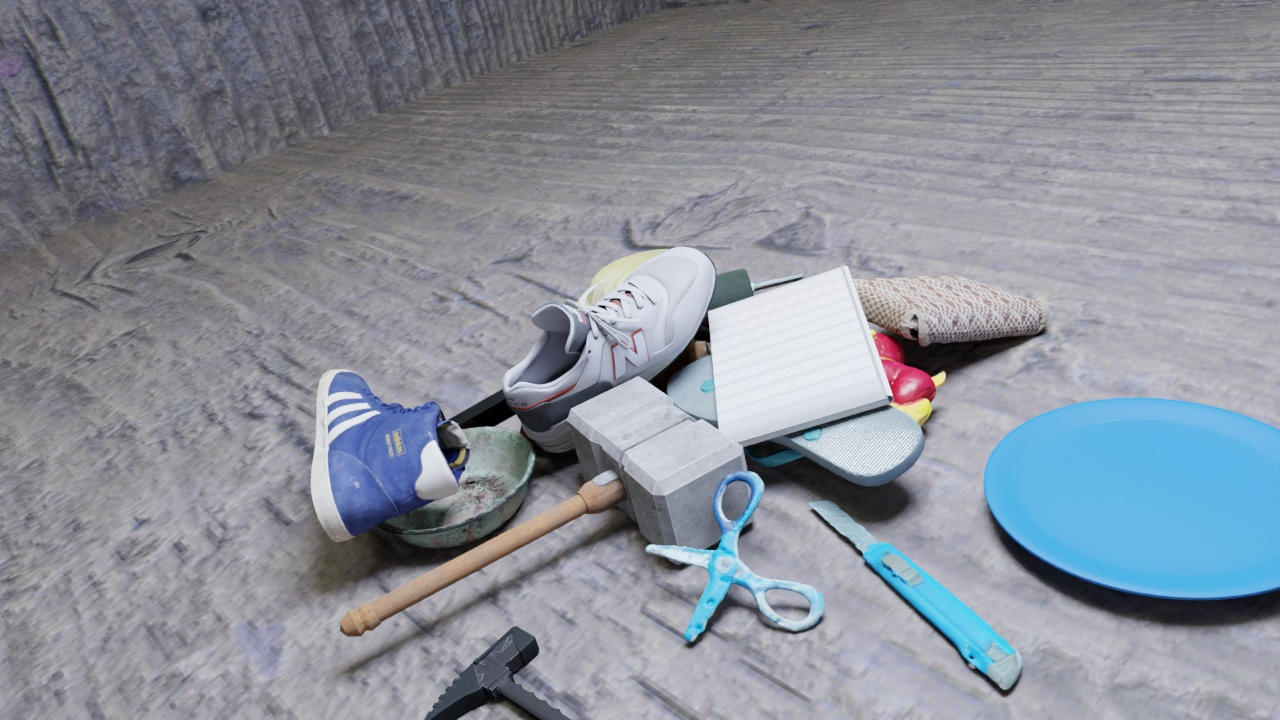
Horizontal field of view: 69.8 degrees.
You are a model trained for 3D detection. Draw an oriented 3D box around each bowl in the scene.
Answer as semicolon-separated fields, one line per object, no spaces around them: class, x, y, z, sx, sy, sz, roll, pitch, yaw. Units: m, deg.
bowl;-0.167;0.120;0.837;0.157;0.038;0.157;-11;28;6

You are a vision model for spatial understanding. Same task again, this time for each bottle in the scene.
bottle;0.043;-0.060;1.057;0.174;0.055;0.055;-13;28;4
bottle;-0.006;0.006;0.943;0.157;0.068;0.067;-9;28;10

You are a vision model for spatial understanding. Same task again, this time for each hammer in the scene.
hammer;-0.085;0.134;0.727;0.317;0.083;0.163;-25;30;-21
hammer;-0.003;0.253;0.546;0.325;0.015;0.094;14;39;41

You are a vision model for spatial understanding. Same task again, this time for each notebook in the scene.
notebook;0.134;-0.008;0.820;0.143;0.009;0.209;-18;33;13

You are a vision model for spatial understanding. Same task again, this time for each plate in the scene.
plate;0.001;-0.107;1.160;0.184;0.036;0.184;-14;23;6
plate;0.365;0.097;0.655;0.224;0.024;0.224;-11;28;6

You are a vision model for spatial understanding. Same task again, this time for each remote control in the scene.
remote control;-0.150;0.053;0.904;0.150;0.034;0.013;-29;59;17

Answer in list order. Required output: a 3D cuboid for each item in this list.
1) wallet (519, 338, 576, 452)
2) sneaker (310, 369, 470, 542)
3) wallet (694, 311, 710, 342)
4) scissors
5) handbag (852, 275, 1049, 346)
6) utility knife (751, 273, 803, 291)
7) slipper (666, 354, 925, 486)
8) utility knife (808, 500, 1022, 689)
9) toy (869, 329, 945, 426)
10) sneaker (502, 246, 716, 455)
wallet;-0.070;0.032;0.901;0.092;0.018;0.115;0;73;25
sneaker;-0.220;0.058;0.831;0.118;0.091;0.233;-20;29;-1
wallet;0.031;-0.039;0.973;0.099;0.031;0.120;14;-7;-25
scissors;0.070;0.142;0.664;0.134;0.011;0.139;9;62;18
handbag;0.289;-0.049;0.897;0.185;0.047;0.124;-5;22;-29
utility knife;0.118;-0.085;1.114;0.166;0.015;0.022;-12;21;-2
slipper;0.133;0.049;0.797;0.098;0.055;0.269;-46;36;-21
utility knife;0.185;0.153;0.647;0.031;0.015;0.221;-18;27;-18
toy;0.218;0.023;0.820;0.106;0.067;0.137;-9;35;16
sneaker;-0.035;-0.023;0.823;0.089;0.124;0.240;40;91;33
